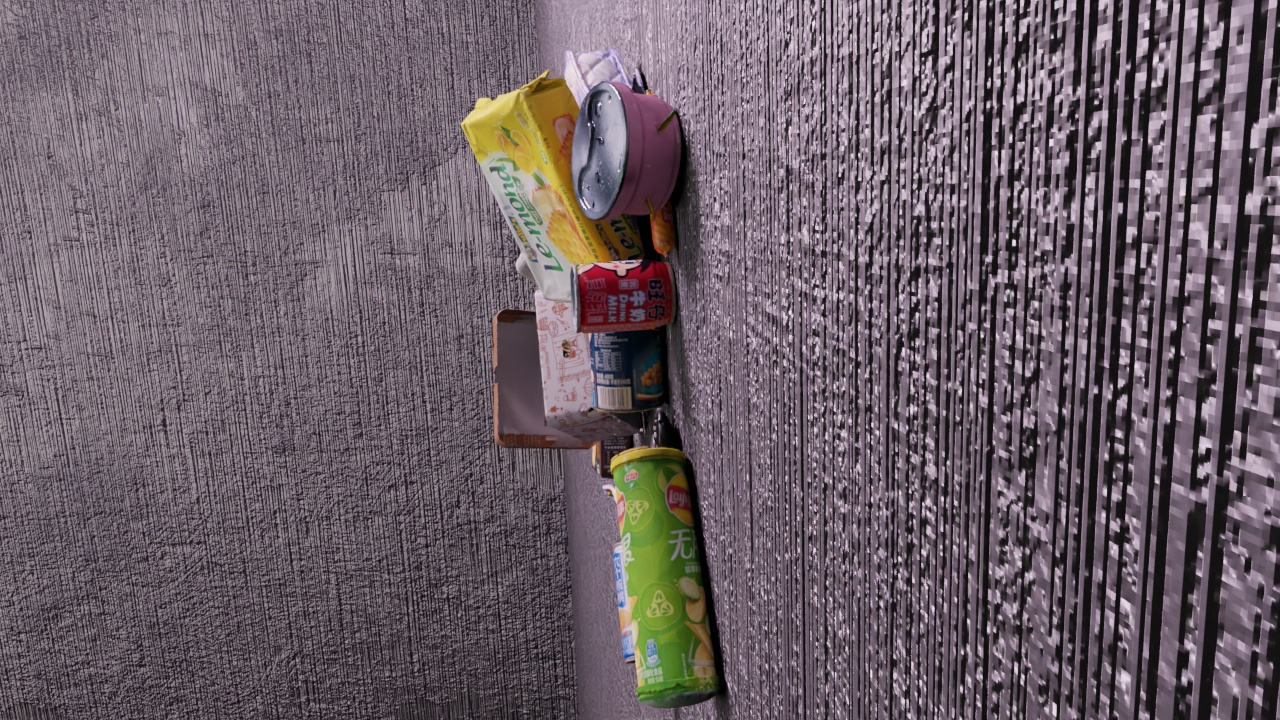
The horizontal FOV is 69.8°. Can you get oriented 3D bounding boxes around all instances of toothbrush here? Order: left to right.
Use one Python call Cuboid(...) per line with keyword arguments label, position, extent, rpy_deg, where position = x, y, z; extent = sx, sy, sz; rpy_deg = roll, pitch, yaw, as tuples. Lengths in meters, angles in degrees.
Cuboid(label="toothbrush", position=(-0.034, 0.215, 1.396), extent=(0.021, 0.029, 0.189), rpy_deg=(-57, 9, -3))

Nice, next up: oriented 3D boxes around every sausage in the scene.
Cuboid(label="sausage", position=(0.015, -0.172, 0.838), extent=(0.021, 0.021, 0.165), rpy_deg=(122, 142, -77))

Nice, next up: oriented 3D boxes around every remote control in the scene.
Cuboid(label="remote control", position=(0.020, 0.103, 0.928), extent=(0.137, 0.024, 0.053), rpy_deg=(99, 173, -50))

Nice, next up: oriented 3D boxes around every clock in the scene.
Cuboid(label="clock", position=(-0.020, -0.188, 0.818), extent=(0.158, 0.059, 0.117), rpy_deg=(42, 128, 54))

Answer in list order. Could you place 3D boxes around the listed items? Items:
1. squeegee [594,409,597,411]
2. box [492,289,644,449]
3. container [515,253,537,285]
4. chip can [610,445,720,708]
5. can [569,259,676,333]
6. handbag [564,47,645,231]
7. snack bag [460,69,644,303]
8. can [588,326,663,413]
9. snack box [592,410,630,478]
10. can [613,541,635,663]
Cuboid(label="squeegee", position=(-0.067, -0.048, 1.265), extent=(0.247, 0.039, 0.246), rpy_deg=(110, 165, -70))
Cuboid(label="box", position=(-0.104, 0.012, 1.126), extent=(0.153, 0.178, 0.182), rpy_deg=(41, -140, -65))
Cuboid(label="container", position=(-0.082, -0.147, 1.135), extent=(0.115, 0.090, 0.090), rpy_deg=(-41, 22, 48))
Cuboid(label="chip can", position=(0.020, 0.189, 0.811), extent=(0.073, 0.072, 0.221), rpy_deg=(103, 161, -65))
Cuboid(label="can", position=(-0.017, -0.061, 0.866), extent=(0.066, 0.093, 0.066), rpy_deg=(175, 91, -82))
Cuboid(label="handbag", position=(-0.038, -0.233, 0.998), extent=(0.194, 0.075, 0.134), rpy_deg=(94, 163, -50))
Cuboid(label="snack bag", position=(-0.086, -0.173, 0.958), extent=(0.158, 0.068, 0.246), rpy_deg=(0, 118, 57))
Cuboid(label="can", position=(-0.015, -0.005, 0.946), extent=(0.075, 0.075, 0.111), rpy_deg=(-136, 42, -78))
Cuboid(label="snack box", position=(-0.038, 0.118, 1.287), extent=(0.113, 0.053, 0.125), rpy_deg=(173, 98, -82))
Cuboid(label="can", position=(0.000, 0.277, 1.058), extent=(0.053, 0.053, 0.134), rpy_deg=(104, 160, -66))
